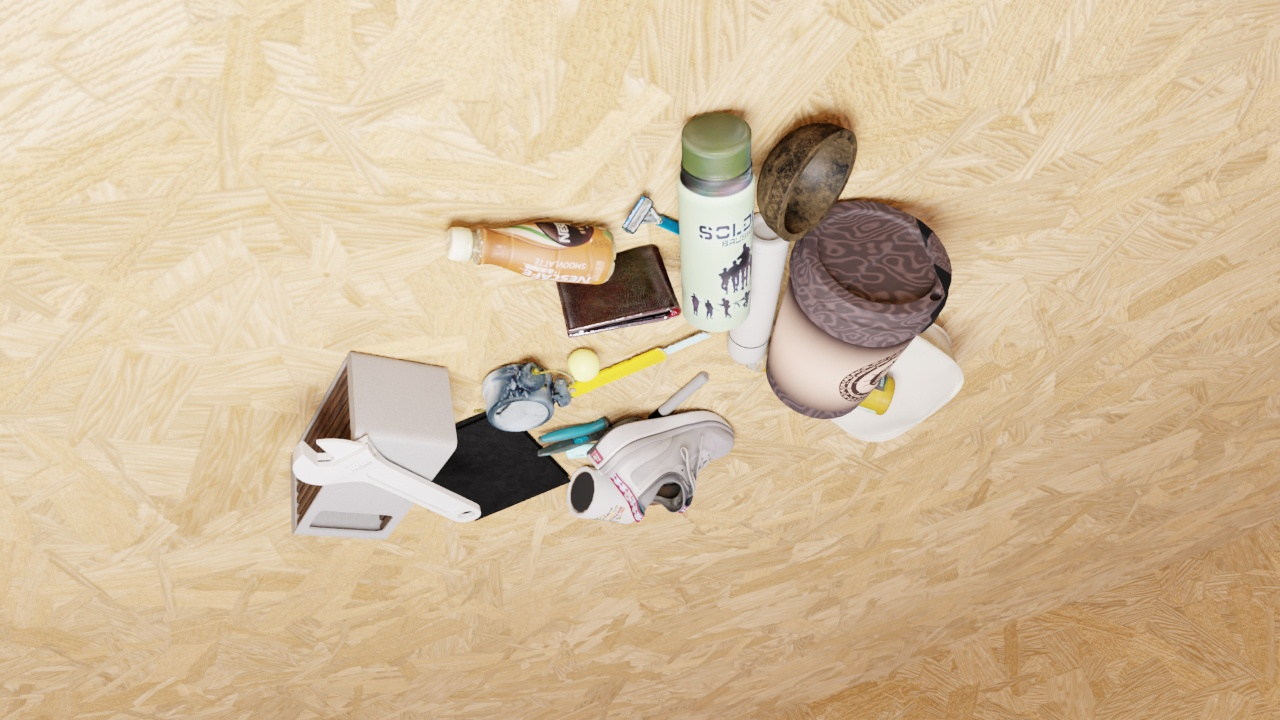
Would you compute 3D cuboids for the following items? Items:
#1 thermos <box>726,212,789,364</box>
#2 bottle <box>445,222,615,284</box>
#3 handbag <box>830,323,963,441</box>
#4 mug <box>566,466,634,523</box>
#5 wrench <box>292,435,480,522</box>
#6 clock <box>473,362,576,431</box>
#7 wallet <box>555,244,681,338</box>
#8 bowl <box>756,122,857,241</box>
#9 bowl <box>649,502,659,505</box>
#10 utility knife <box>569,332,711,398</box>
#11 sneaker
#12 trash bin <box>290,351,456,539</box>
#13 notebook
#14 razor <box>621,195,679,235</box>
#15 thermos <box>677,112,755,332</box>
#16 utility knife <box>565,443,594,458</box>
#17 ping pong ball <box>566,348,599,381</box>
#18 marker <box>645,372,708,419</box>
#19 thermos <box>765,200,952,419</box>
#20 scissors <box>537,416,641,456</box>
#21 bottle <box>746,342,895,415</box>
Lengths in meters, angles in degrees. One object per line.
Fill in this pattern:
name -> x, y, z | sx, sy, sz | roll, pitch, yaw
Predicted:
thermos -> 0.134, -0.076, 1.070 | 0.052, 0.052, 0.225 | -10, 145, -8
bottle -> -0.110, -0.110, 0.919 | 0.167, 0.059, 0.059 | 2, 142, -23
handbag -> 0.309, 0.005, 1.238 | 0.199, 0.092, 0.201 | 32, 127, -22
mug -> -0.046, 0.188, 1.359 | 0.089, 0.073, 0.105 | 15, 109, -37
wrench -> -0.279, 0.144, 1.042 | 0.087, 0.018, 0.273 | -26, 145, 15
clock -> -0.138, 0.040, 1.121 | 0.130, 0.052, 0.090 | -30, 143, 26
wallet -> -0.027, -0.072, 0.972 | 0.120, 0.099, 0.031 | -13, 138, -5
bowl -> 0.154, -0.184, 0.908 | 0.121, 0.056, 0.121 | -38, 151, -26
bowl -> 0.031, 0.204, 1.442 | 0.114, 0.026, 0.102 | -36, 140, 27
utility knife -> -0.007, 0.007, 1.159 | 0.207, 0.018, 0.030 | -20, 151, 15
sneaker -> 0.053, 0.146, 1.265 | 0.262, 0.128, 0.097 | -5, 149, -46
trash bin -> -0.323, 0.108, 1.092 | 0.114, 0.114, 0.230 | 11, 137, -33
notebook -> -0.217, 0.151, 1.277 | 0.169, 0.019, 0.231 | -23, 145, 7
razor -> 0.040, -0.139, 0.975 | 0.143, 0.022, 0.042 | 15, 121, -43
thermos -> 0.078, -0.138, 0.928 | 0.082, 0.082, 0.232 | -12, 137, -6
utility knife -> -0.052, 0.126, 1.313 | 0.119, 0.015, 0.022 | -2, 112, -21
ping pong ball -> -0.069, 0.006, 1.114 | 0.040, 0.040, 0.040 | -11, 145, -8
marker -> 0.043, 0.060, 1.255 | 0.016, 0.016, 0.141 | 18, 133, -39
thermos -> 0.233, -0.045, 1.051 | 0.172, 0.172, 0.227 | -6, 146, -14
scissors -> -0.075, 0.104, 1.264 | 0.148, 0.019, 0.132 | -41, 144, 22
bottle -> 0.231, 0.019, 1.183 | 0.186, 0.053, 0.053 | 18, 141, 1
